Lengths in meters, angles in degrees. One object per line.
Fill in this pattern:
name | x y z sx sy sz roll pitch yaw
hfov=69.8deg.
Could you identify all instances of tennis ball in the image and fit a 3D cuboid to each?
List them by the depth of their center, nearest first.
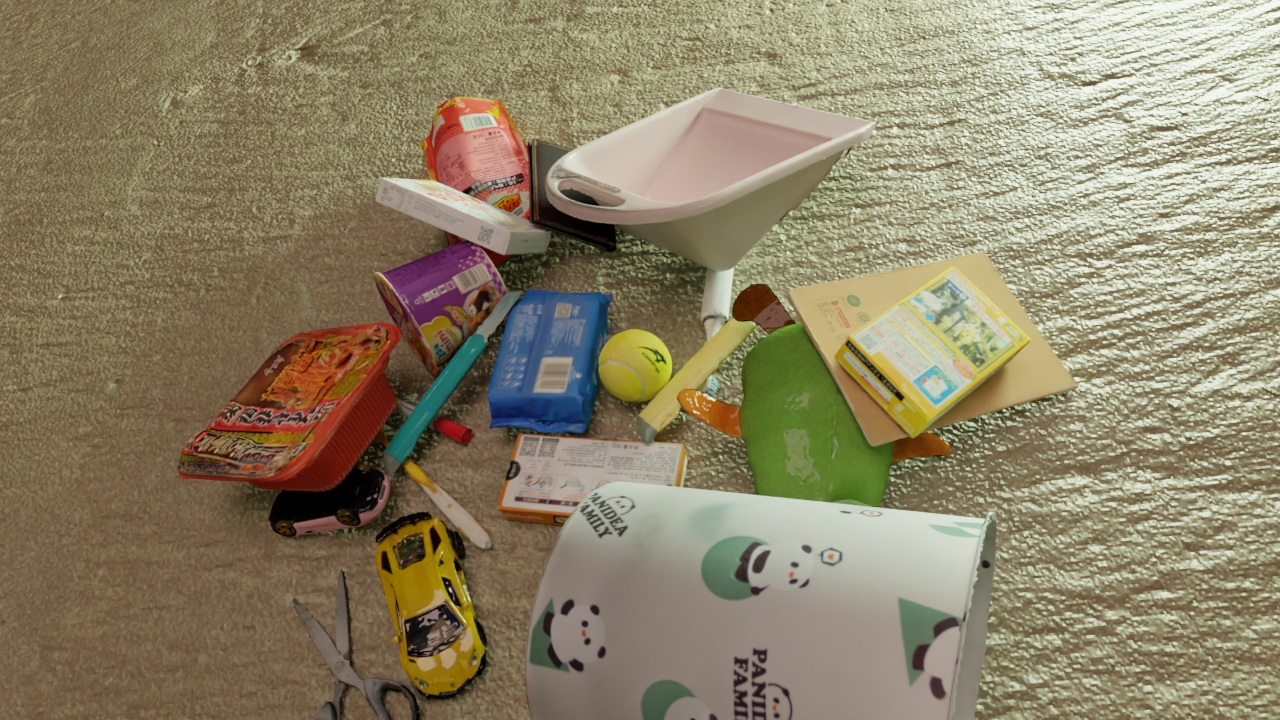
tennis ball | -0.005 0.005 0.817 0.065 0.065 0.065 -7 55 10

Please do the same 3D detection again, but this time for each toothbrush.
toothbrush | -0.194 0.110 0.827 0.191 0.018 0.016 37 75 29
toothbrush | 0.073 -0.061 0.866 0.027 0.026 0.220 -25 44 42

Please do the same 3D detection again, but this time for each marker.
marker | -0.220 0.047 0.873 0.145 0.017 0.017 21 64 26

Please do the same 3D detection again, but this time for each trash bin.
trash bin | 0.080 0.189 0.585 0.252 0.230 0.229 7 58 25

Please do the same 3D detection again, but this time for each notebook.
notebook | 0.237 -0.016 0.745 0.207 0.008 0.147 -12 61 -22

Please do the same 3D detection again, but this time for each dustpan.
dustpan | 0.050 -0.200 0.868 0.223 0.139 0.273 26 75 43

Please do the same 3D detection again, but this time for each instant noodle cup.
instant noodle cup | -0.303 0.049 0.831 0.165 0.079 0.188 -2 44 32
instant noodle cup | -0.187 -0.058 0.887 0.099 0.112 0.111 -33 55 -20

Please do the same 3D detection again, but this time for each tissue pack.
tissue pack | -0.081 -0.001 0.849 0.095 0.052 0.156 1 56 13

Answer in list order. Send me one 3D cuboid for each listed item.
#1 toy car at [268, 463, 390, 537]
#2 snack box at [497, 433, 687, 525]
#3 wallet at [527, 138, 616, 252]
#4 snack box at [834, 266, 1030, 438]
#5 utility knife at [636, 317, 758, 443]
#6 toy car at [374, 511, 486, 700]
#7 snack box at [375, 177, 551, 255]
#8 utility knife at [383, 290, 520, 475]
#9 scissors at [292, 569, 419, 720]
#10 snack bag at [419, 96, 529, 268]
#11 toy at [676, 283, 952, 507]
toy car | -0.277 0.128 0.822 0.122 0.037 0.056 -12 47 21
snack box | -0.040 0.104 0.783 0.154 0.026 0.075 3 57 15
wallet | -0.071 -0.173 0.952 0.096 0.020 0.122 14 49 -25
snack box | 0.228 -0.010 0.713 0.140 0.034 0.087 -32 70 -28
utility knife | 0.052 0.008 0.803 0.031 0.018 0.164 35 76 31
toy car | -0.171 0.196 0.746 0.071 0.041 0.155 -24 56 -3
snack box | -0.175 -0.144 0.912 0.157 0.084 0.027 25 107 18
utility knife | -0.173 0.017 0.845 0.029 0.013 0.205 29 79 34
scissors | -0.240 0.254 0.741 0.159 0.014 0.174 7 57 19
snack bag | -0.168 -0.193 0.998 0.128 0.073 0.207 -27 62 3
toy | 0.142 0.042 0.740 0.227 0.090 0.246 7 58 1
